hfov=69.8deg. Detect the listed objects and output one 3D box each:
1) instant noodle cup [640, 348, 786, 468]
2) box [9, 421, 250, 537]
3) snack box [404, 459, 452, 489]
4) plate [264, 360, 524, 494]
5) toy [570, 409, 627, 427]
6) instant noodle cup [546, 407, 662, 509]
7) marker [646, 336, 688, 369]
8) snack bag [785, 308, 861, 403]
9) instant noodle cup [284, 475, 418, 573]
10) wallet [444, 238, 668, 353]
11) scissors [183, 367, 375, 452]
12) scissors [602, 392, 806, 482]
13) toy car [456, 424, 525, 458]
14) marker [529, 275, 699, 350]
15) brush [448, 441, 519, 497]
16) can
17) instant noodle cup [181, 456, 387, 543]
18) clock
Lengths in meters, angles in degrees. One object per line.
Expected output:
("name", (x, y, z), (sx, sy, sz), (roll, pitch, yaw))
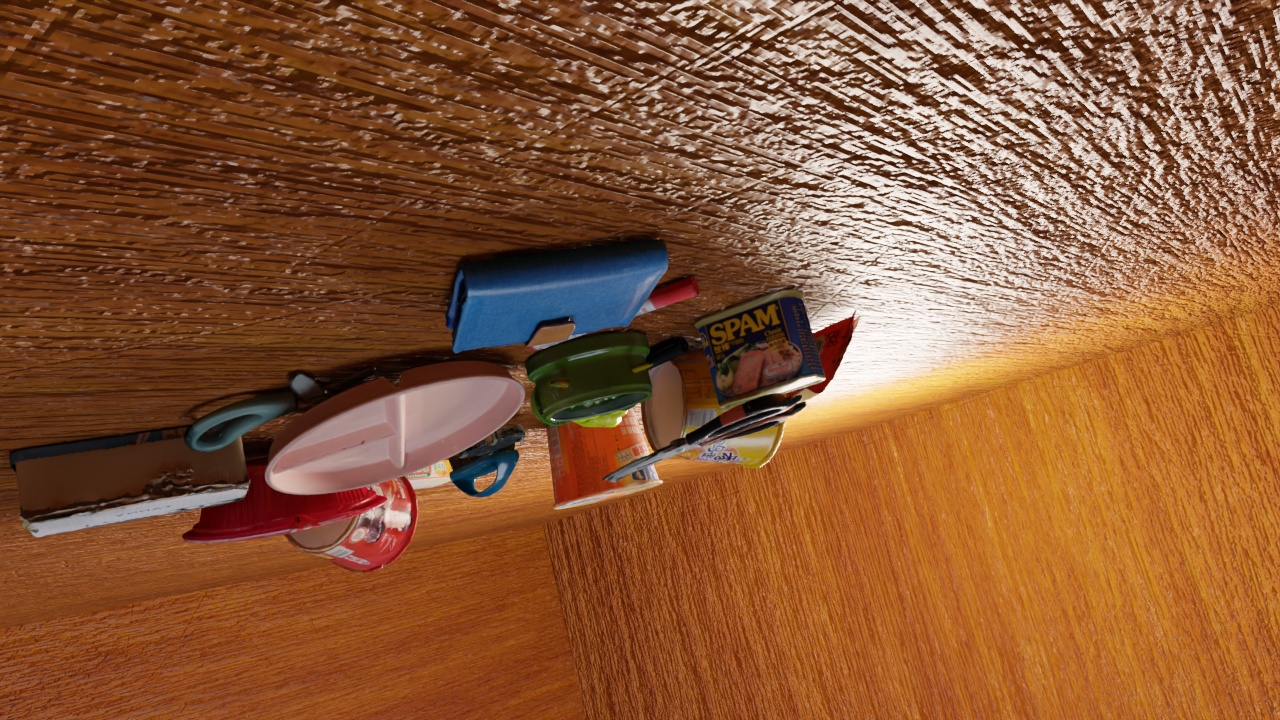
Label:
("instant noodle cup", (0.070, 0.047, 0.962), (0.109, 0.138, 0.138), (0, 164, -24))
("box", (-0.427, 0.099, 0.766), (0.184, 0.063, 0.090), (-5, 165, -31))
("snack box", (-0.322, 0.164, 1.292), (0.077, 0.027, 0.155), (-21, 167, 29))
("plate", (-0.212, 0.058, 0.803), (0.229, 0.028, 0.230), (-22, 163, -7))
("toy", (-0.065, 0.055, 1.037), (0.097, 0.031, 0.100), (-4, 161, 13))
("instant noodle cup", (-0.056, 0.128, 1.230), (0.151, 0.111, 0.151), (-14, 169, -3))
("marker", (-0.006, 0.005, 0.930), (0.022, 0.020, 0.132), (19, 148, -40))
("snack bag", (0.153, 0.017, 1.021), (0.128, 0.073, 0.208), (-51, -167, -30))
("instant noodle cup", (-0.349, 0.179, 1.089), (0.138, 0.137, 0.108), (-16, 160, 9))
("wallet", (-0.057, -0.041, 0.600), (0.133, 0.040, 0.107), (-9, 163, -20))
("scissors", (-0.282, 0.046, 0.763), (0.170, 0.019, 0.174), (-18, 164, 2))
("scissors", (0.058, 0.079, 0.883), (0.182, 0.015, 0.210), (-9, 161, -23))
("toy car", (-0.183, 0.095, 1.114), (0.106, 0.031, 0.048), (-22, 167, 41))
("marker", (-0.023, -0.035, 0.715), (0.145, 0.017, 0.017), (-18, 168, 19))
("brush", (-0.208, 0.143, 1.215), (0.055, 0.073, 0.144), (1, 162, -39))
("can", (0.109, -0.009, 0.834), (0.102, 0.083, 0.057), (-20, 167, 26))
("instant noodle cup", (-0.356, 0.129, 0.916), (0.194, 0.066, 0.194), (-9, -179, 0))
("clock", (-0.047, 0.021, 0.862), (0.116, 0.056, 0.161), (-11, 169, -11))
